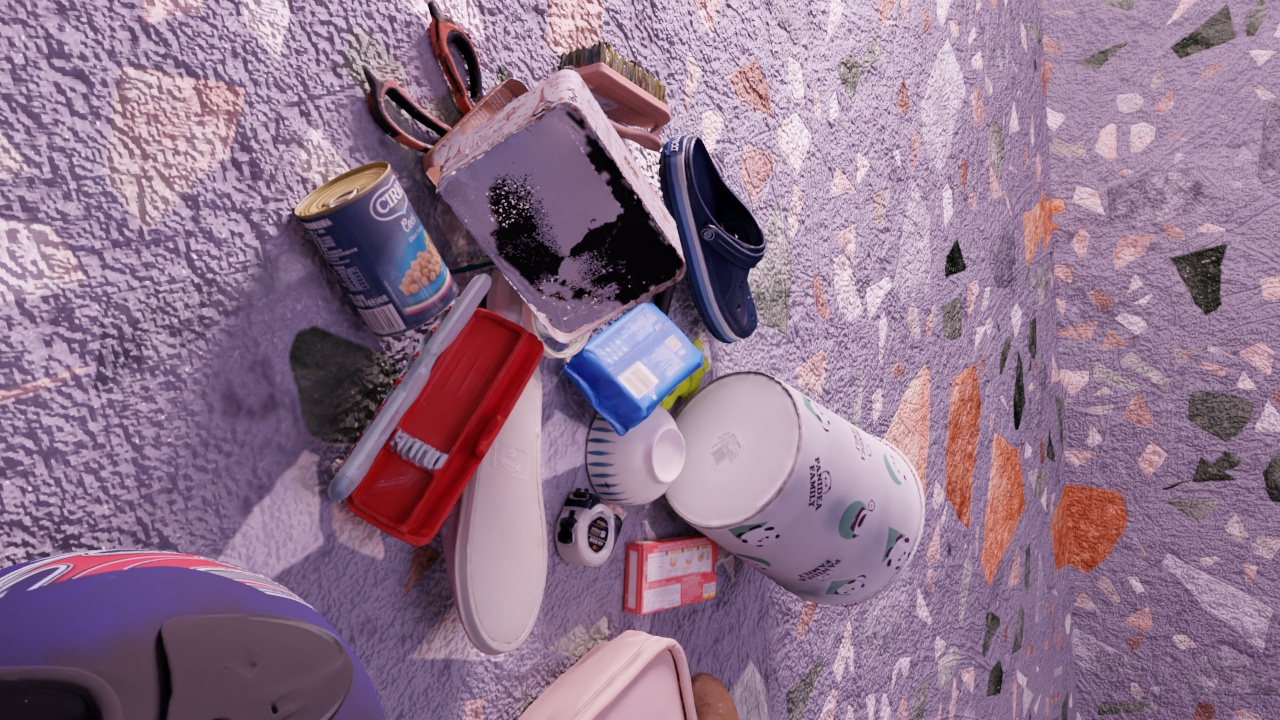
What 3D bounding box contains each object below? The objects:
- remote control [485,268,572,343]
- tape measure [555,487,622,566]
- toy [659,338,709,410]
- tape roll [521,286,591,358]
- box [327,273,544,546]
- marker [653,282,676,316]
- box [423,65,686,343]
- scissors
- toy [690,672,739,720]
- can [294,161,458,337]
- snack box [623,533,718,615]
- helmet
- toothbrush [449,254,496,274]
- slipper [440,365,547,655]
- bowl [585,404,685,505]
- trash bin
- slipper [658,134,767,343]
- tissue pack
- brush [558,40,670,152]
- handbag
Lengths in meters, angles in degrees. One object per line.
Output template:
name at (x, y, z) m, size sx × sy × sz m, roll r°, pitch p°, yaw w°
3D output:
remote control at (-0.093, -0.050, 0.860) m, size 0.124 × 0.024 × 0.049 m, roll 15°, pitch 79°, yaw -53°
tape measure at (-0.054, 0.170, 0.911) m, size 0.066 × 0.034 × 0.065 m, roll 51°, pitch 50°, yaw -38°
toy at (0.043, 0.015, 1.034) m, size 0.100 × 0.031 × 0.096 m, roll 32°, pitch 77°, yaw -57°
tape roll at (-0.075, -0.045, 0.850) m, size 0.085 × 0.014 × 0.086 m, roll -1°, pitch 92°, yaw -52°
box at (-0.154, 0.033, 0.703) m, size 0.201 × 0.095 × 0.102 m, roll -61°, pitch 177°, yaw -24°
marker at (0.022, -0.057, 1.016) m, size 0.022 × 0.020 × 0.131 m, roll 103°, pitch 1°, yaw -73°
box at (-0.070, -0.141, 0.776) m, size 0.183 × 0.154 × 0.184 m, roll 53°, pitch 19°, yaw -31°
scissors at (-0.148, -0.198, 0.790) m, size 0.188 × 0.015 × 0.226 m, roll -32°, pitch 115°, yaw -48°
toy at (0.036, 0.450, 1.008) m, size 0.225 × 0.083 × 0.143 m, roll -24°, pitch 95°, yaw -47°
can at (-0.193, -0.081, 0.683) m, size 0.075 × 0.075 × 0.111 m, roll -53°, pitch 131°, yaw -38°
snack box at (0.038, 0.239, 1.041) m, size 0.152 × 0.026 × 0.075 m, roll 7°, pitch 84°, yaw -53°
helmet at (-0.276, 0.214, 0.443) m, size 0.315 × 0.248 × 0.240 m, roll 19°, pitch 36°, yaw -57°
toothbrush at (-0.130, -0.093, 0.818) m, size 0.191 × 0.016 × 0.018 m, roll -24°, pitch 99°, yaw -50°
slipper at (-0.129, 0.110, 0.790) m, size 0.114 × 0.055 × 0.274 m, roll 23°, pitch 61°, yaw -55°
bowl at (0.005, 0.096, 0.959) m, size 0.116 × 0.066 × 0.116 m, roll -2°, pitch 92°, yaw -53°
trash bin at (0.170, 0.143, 1.062) m, size 0.251 × 0.230 × 0.229 m, roll 35°, pitch 64°, yaw -42°
slipper at (0.095, -0.139, 1.031) m, size 0.253 × 0.095 × 0.104 m, roll 67°, pitch 30°, yaw -31°
tissue pack at (-0.005, 0.005, 0.930) m, size 0.095 × 0.052 × 0.156 m, roll 48°, pitch 46°, yaw 3°
brush at (-0.021, -0.258, 0.920) m, size 0.145 × 0.063 × 0.073 m, roll 13°, pitch 76°, yaw -54°
handbag at (-0.010, 0.404, 0.889) m, size 0.192 × 0.094 × 0.234 m, roll -32°, pitch 103°, yaw -49°
